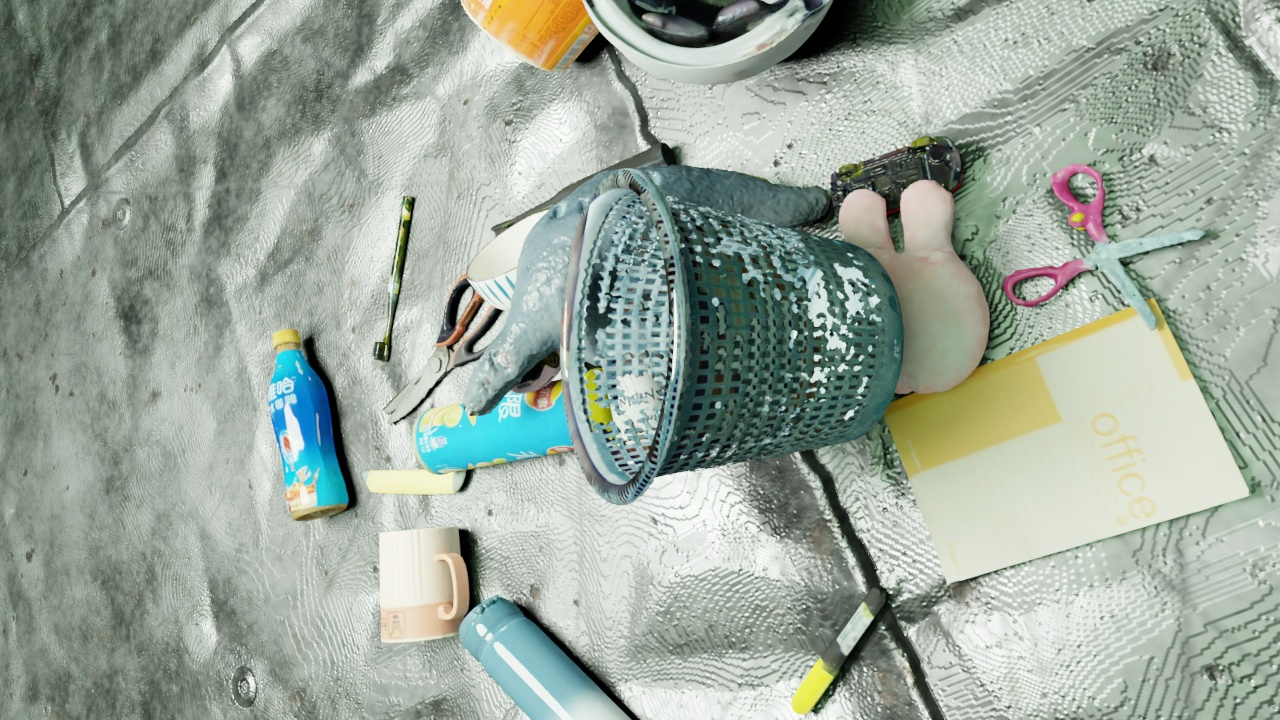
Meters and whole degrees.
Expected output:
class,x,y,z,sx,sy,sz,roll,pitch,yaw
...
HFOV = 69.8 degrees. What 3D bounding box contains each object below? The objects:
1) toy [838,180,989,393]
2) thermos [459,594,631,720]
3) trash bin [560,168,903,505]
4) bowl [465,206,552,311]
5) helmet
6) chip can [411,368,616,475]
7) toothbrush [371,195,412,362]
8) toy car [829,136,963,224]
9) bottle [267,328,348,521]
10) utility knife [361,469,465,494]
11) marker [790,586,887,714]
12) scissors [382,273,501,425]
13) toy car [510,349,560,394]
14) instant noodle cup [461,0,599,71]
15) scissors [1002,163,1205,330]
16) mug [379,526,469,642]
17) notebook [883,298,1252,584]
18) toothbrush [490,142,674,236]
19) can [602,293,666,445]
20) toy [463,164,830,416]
class,x,y,z,sx,sy,sz,roll,pitch,yaw
toy,0.200,-0.054,0.695,0.121,0.054,0.159,-1,97,32
thermos,-0.080,0.303,0.840,0.220,0.070,0.070,35,104,29
trash bin,0.066,-0.014,0.658,0.227,0.194,0.226,-179,90,-68
bowl,-0.098,-0.086,0.866,0.117,0.116,0.066,-15,122,30
helmet,0.061,-0.339,0.745,0.229,0.146,0.258,6,82,5
chip can,-0.119,0.062,0.875,0.211,0.071,0.071,-13,79,30
toothbrush,-0.274,-0.090,1.013,0.012,0.017,0.186,11,92,39
toy car,0.200,-0.139,0.718,0.107,0.031,0.049,-16,80,38
bottle,-0.383,0.069,1.041,0.065,0.065,0.218,-24,73,28
utility knife,-0.246,0.128,0.980,0.163,0.018,0.031,-4,80,29
marker,0.158,0.230,0.728,0.018,0.015,0.124,37,102,27
scissors,-0.211,-0.016,0.972,0.207,0.015,0.193,-2,86,31
toy car,-0.090,-0.014,0.856,0.056,0.037,0.122,-14,37,26
instant noodle cup,-0.089,-0.350,0.851,0.112,0.151,0.151,-48,64,28
scissors,0.319,-0.074,0.649,0.136,0.017,0.133,-34,66,26
mug,-0.209,0.220,0.908,0.115,0.081,0.106,-15,76,45
notebook,0.293,0.062,0.659,0.207,0.010,0.145,-25,73,27
toothbrush,-0.062,-0.158,0.886,0.213,0.026,0.027,-18,114,30
can,-0.005,0.005,0.818,0.058,0.058,0.146,-18,77,29
toy,-0.022,-0.081,0.767,0.356,0.091,0.138,-33,95,6
